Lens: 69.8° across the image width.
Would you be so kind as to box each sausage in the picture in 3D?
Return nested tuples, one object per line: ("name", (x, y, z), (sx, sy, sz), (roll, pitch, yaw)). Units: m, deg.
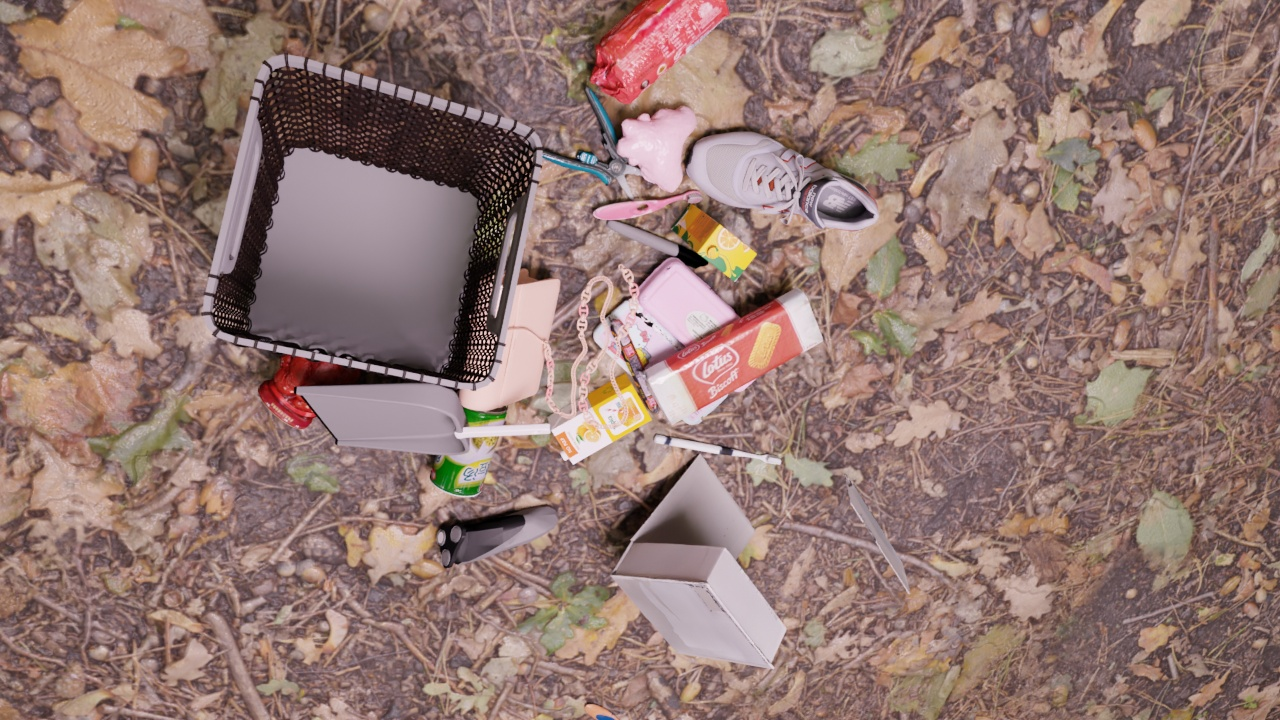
("sausage", (-0.007, 0.007, 1.143), (0.020, 0.020, 0.155), (-26, 121, -3))

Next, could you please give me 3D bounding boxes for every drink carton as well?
("drink carton", (-0.056, 0.076, 1.169), (0.122, 0.040, 0.058), (-30, 115, -1))
("drink carton", (0.085, -0.139, 1.071), (0.058, 0.122, 0.041), (34, 100, -24))

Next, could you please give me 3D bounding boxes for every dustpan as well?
("dustpan", (-0.229, 0.069, 1.015), (0.257, 0.033, 0.163), (-2, 156, -3))

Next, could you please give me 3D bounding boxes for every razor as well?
("razor", (-0.183, 0.225, 1.193), (0.156, 0.057, 0.060), (-9, 142, -19))

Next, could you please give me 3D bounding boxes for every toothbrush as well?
("toothbrush", (0.106, 0.121, 1.241), (0.186, 0.017, 0.012), (12, 88, -18))
("toothbrush", (0.010, -0.184, 1.090), (0.135, 0.016, 0.022), (-13, 131, -12))
("toothbrush", (-0.035, 0.551, 1.384), (0.021, 0.017, 0.135), (-46, 112, 3))

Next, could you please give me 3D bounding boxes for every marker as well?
("marker", (0.021, -0.140, 1.116), (0.138, 0.016, 0.022), (19, 129, -19))

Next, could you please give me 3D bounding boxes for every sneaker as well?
("sneaker", (0.179, -0.203, 1.068), (0.239, 0.124, 0.089), (11, 108, -18))

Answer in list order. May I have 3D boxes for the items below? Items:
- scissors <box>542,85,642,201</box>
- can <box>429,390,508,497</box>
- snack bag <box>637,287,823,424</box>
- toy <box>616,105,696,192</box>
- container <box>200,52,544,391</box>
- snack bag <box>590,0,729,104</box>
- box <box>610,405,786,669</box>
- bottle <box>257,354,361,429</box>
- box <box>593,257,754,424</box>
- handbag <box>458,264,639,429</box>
("scissors", (-0.046, -0.248, 1.051), (0.148, 0.019, 0.118), (8, 113, -23))
("can", (-0.211, 0.102, 1.126), (0.067, 0.067, 0.121), (15, 107, -19))
("snack bag", (0.115, -0.005, 1.137), (0.225, 0.041, 0.077), (-29, 117, -3))
("toy", (0.015, -0.247, 1.045), (0.095, 0.053, 0.099), (5, 106, -32))
("container", (-0.259, -0.110, 0.894), (0.245, 0.244, 0.247), (13, 84, -18))
("snack bag", (0.020, -0.355, 0.990), (0.176, 0.082, 0.082), (-42, 115, 4))
("box", (0.062, 0.235, 1.270), (0.165, 0.445, 0.167), (-30, 116, 10))
("bottle", (-0.362, 0.021, 1.041), (0.111, 0.099, 0.099), (-45, 115, 3))
("box", (0.057, -0.017, 1.160), (0.154, 0.041, 0.201), (-45, 114, 7))
("handbag", (-0.105, -0.019, 1.039), (0.187, 0.116, 0.199), (20, 109, 19))
